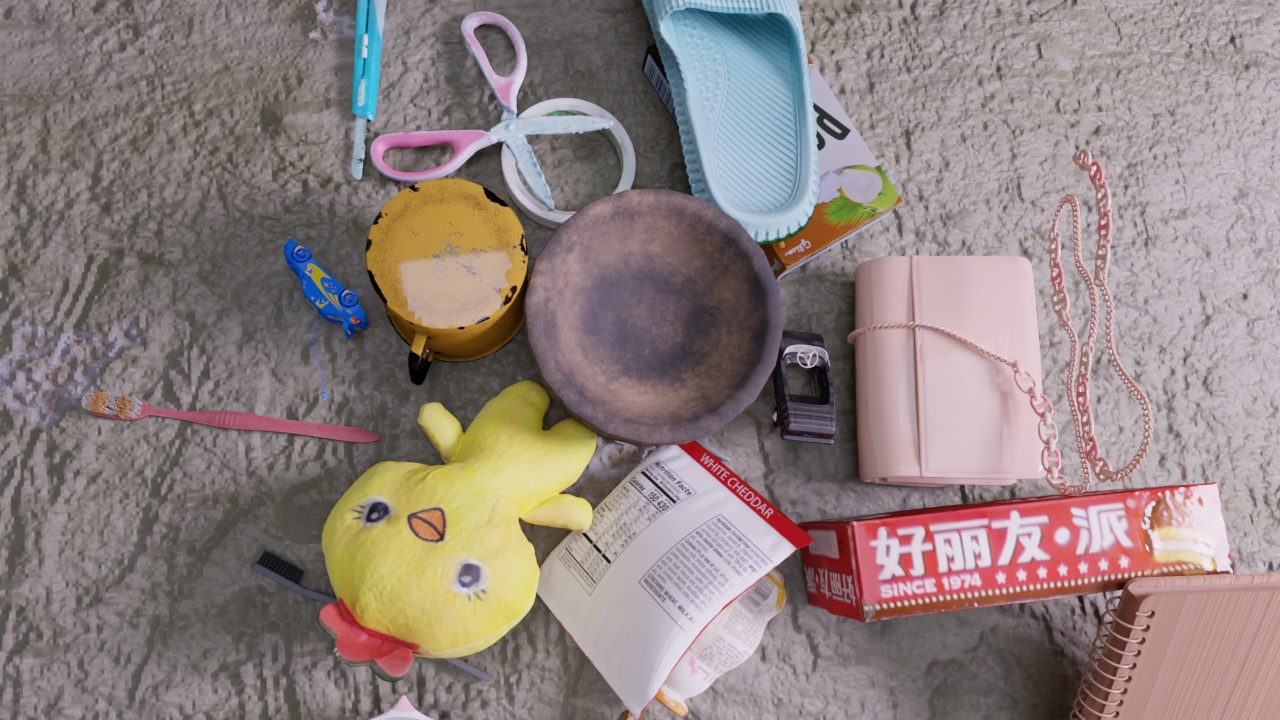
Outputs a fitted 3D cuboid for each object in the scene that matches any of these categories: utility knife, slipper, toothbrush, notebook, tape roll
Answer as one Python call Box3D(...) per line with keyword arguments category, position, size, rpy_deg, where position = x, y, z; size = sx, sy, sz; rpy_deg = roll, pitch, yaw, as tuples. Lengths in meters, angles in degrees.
Box3D(category="utility knife", position=(-0.191, -0.198, 0.645), size=(0.022, 0.015, 0.148), rpy_deg=(-1, 81, 10))
Box3D(category="slipper", position=(0.064, -0.214, 0.618), size=(0.116, 0.069, 0.276), rpy_deg=(-8, 82, -11))
Box3D(category="toothbrush", position=(-0.171, 0.165, 0.585), size=(0.167, 0.013, 0.013), rpy_deg=(28, 70, -1))
Box3D(category="notebook", position=(0.345, 0.224, 0.569), size=(0.169, 0.022, 0.211), rpy_deg=(0, 114, -8))
Box3D(category="toothbrush", position=(-0.263, 0.039, 0.596), size=(0.184, 0.016, 0.015), rpy_deg=(8, 73, -7))
Box3D(category="tape roll", position=(-0.051, -0.139, 0.649), size=(0.094, 0.018, 0.093), rpy_deg=(1, 80, -7))

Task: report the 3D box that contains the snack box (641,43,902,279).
Box3D(category="snack box", position=(0.093, -0.164, 0.663), size=(0.101, 0.032, 0.186), rpy_deg=(-30, 85, -11))

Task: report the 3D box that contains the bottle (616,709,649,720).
Box3D(category="bottle", position=(0.028, 0.263, 0.568), size=(0.105, 0.056, 0.056), rpy_deg=(25, 78, -2))

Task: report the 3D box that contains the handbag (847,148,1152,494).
Box3D(category="handbag", position=(0.203, -0.018, 0.570), size=(0.116, 0.187, 0.198), rpy_deg=(2, 76, 0))

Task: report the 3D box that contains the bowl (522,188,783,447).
Box3D(category="bowl", position=(0.005, -0.023, 0.593), size=(0.162, 0.070, 0.162), rpy_deg=(1, 81, -8))

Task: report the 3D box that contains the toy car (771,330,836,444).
Box3D(category="toy car", position=(0.110, 0.015, 0.617), size=(0.040, 0.037, 0.092), rpy_deg=(6, 46, -4))

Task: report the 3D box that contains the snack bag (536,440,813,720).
Box3D(category="snack bag", position=(0.011, 0.122, 0.567), size=(0.144, 0.039, 0.131), rpy_deg=(-44, 46, -7))

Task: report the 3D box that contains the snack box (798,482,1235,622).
Box3D(category="snack box", position=(0.231, 0.120, 0.587), size=(0.236, 0.113, 0.060), rpy_deg=(-5, 80, -8))

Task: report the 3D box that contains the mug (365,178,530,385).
Box3D(category="mug", position=(-0.124, -0.046, 0.585), size=(0.100, 0.094, 0.123), rpy_deg=(19, 78, -3))

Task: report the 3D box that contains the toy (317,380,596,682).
Box3D(category="toy", position=(-0.109, 0.100, 0.568), size=(0.134, 0.092, 0.207), rpy_deg=(33, 68, 11))

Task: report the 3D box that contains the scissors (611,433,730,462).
Box3D(category="scissors", position=(0.016, -0.005, 0.636), size=(0.120, 0.014, 0.159), rpy_deg=(10, 82, -4))

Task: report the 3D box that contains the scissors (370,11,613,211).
Box3D(category="scissors", position=(-0.103, -0.176, 0.638), size=(0.170, 0.013, 0.174), rpy_deg=(-3, 72, 7))

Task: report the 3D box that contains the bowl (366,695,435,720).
Box3D(category="bowl", position=(-0.145, 0.267, 0.550), size=(0.114, 0.051, 0.114), rpy_deg=(1, 80, -6))

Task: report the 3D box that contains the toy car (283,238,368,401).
Box3D(category="toy car", position=(-0.217, -0.027, 0.601), size=(0.092, 0.033, 0.061), rpy_deg=(43, 71, 2))

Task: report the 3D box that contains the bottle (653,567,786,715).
Box3D(category="bottle", position=(0.043, 0.169, 0.582), size=(0.063, 0.063, 0.108), rpy_deg=(38, 78, 1))
